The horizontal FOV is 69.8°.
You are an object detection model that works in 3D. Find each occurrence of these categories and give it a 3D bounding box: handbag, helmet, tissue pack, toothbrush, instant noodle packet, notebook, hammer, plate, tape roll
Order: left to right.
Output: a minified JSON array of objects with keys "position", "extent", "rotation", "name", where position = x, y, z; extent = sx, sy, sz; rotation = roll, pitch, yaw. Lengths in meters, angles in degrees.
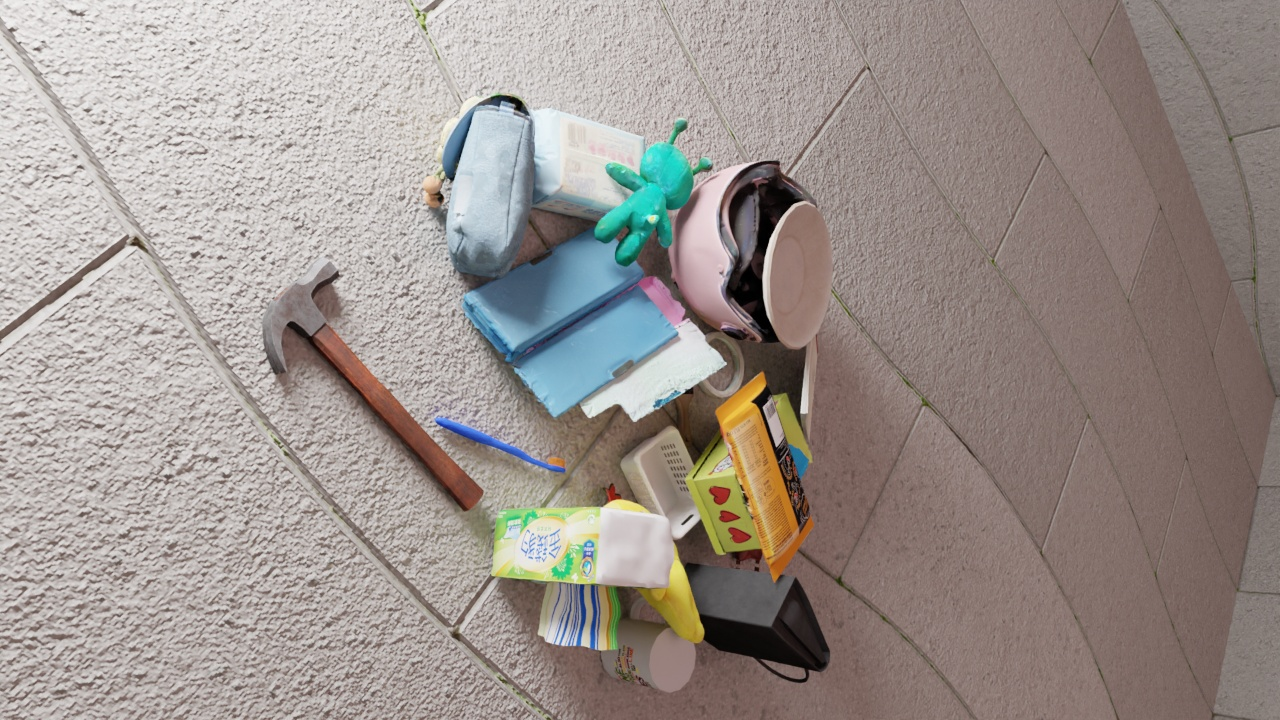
[{"position":[-0.264,0.045,0.944],"extent":[0.301,0.028,0.110],"rotation":[53,54,-24],"name":"hammer"},{"position":[-0.175,-0.191,1.000],"extent":[0.118,0.122,0.191],"rotation":[12,81,-7],"name":"handbag"},{"position":[-0.155,0.095,1.042],"extent":[0.182,0.016,0.018],"rotation":[28,62,-36],"name":"toothbrush"},{"position":[-0.067,0.233,0.982],"extent":[0.120,0.198,0.141],"rotation":[13,74,-33],"name":"tissue pack"},{"position":[-0.065,-0.232,1.127],"extent":[0.181,0.070,0.112],"rotation":[6,81,-43],"name":"tissue pack"},{"position":[0.110,0.006,1.288],"extent":[0.093,0.013,0.093],"rotation":[6,81,-40],"name":"tape roll"},{"position":[0.133,-0.136,1.233],"extent":[0.255,0.153,0.229],"rotation":[36,63,-45],"name":"helmet"},{"position":[0.150,0.295,1.284],"extent":[0.055,0.029,0.119],"rotation":[7,86,-38],"name":"handbag"},{"position":[0.157,0.359,1.183],"extent":[0.196,0.176,0.072],"rotation":[54,53,-27],"name":"handbag"},{"position":[0.159,0.139,1.141],"extent":[0.159,0.032,0.221],"rotation":[-31,104,-58],"name":"instant noodle packet"},{"position":[0.198,-0.110,1.183],"extent":[0.188,0.027,0.189],"rotation":[-13,107,-53],"name":"plate"},{"position":[0.245,0.026,1.328],"extent":[0.209,0.012,0.153],"rotation":[54,42,-70],"name":"notebook"}]

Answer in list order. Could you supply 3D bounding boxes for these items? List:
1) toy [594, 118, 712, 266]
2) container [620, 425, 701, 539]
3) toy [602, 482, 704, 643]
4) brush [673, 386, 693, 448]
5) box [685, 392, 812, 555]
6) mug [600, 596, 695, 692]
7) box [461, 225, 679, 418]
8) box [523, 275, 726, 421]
[{"position":[0.018,-0.199,1.111],"extent":[0.130,0.072,0.193],"rotation":[49,64,-31],"name":"toy"},{"position":[0.028,0.156,1.173],"extent":[0.080,0.050,0.129],"rotation":[-36,108,-38],"name":"container"},{"position":[0.006,0.241,1.079],"extent":[0.092,0.207,0.134],"rotation":[-42,152,-6],"name":"toy"},{"position":[0.057,0.044,1.237],"extent":[0.038,0.012,0.151],"rotation":[2,84,-42],"name":"brush"},{"position":[0.148,0.147,1.226],"extent":[0.220,0.081,0.124],"rotation":[-47,117,-51],"name":"box"},{"position":[0.010,0.339,1.108],"extent":[0.073,0.090,0.105],"rotation":[17,74,-39],"name":"mug"},{"position":[-0.071,-0.054,1.076],"extent":[0.174,0.034,0.230],"rotation":[49,50,6],"name":"box"},{"position":[-0.014,-0.007,1.118],"extent":[0.229,0.035,0.159],"rotation":[-29,72,-39],"name":"box"}]
